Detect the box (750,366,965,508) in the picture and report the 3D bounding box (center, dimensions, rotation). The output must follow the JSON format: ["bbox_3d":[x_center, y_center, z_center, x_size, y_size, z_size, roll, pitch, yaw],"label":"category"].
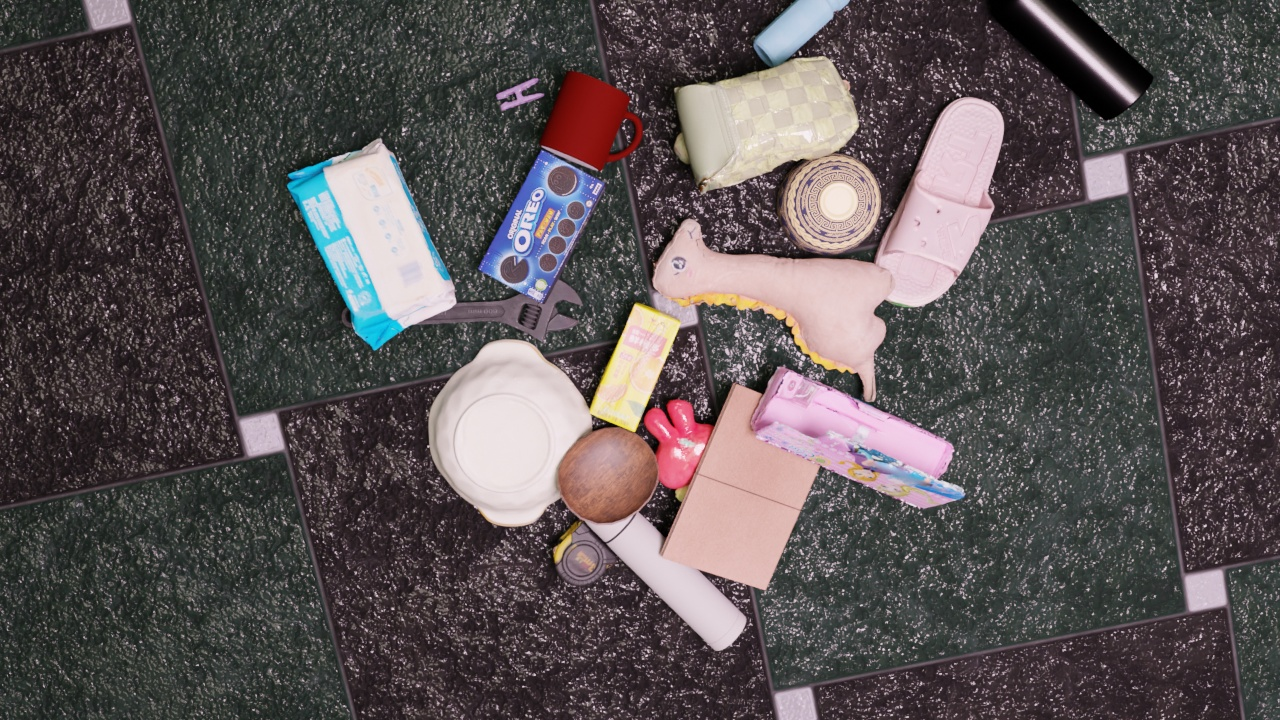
[{"bbox_3d":[0.242,0.093,0.991,0.230,0.096,0.085,24,95,-14],"label":"box"}]

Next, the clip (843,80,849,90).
[{"bbox_3d":[0.197,-0.289,1.007,0.061,0.043,0.025,-20,97,-10],"label":"clip"}]

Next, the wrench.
[{"bbox_3d":[-0.201,-0.055,1.035,0.273,0.018,0.073,-2,92,2],"label":"wrench"}]

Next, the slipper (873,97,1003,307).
[{"bbox_3d":[0.333,-0.169,0.994,0.094,0.064,0.239,20,95,-2],"label":"slipper"}]

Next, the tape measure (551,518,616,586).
[{"bbox_3d":[-0.068,0.227,1.059,0.062,0.038,0.067,-44,100,-3],"label":"tape measure"}]

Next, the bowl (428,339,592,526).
[{"bbox_3d":[-0.150,0.088,1.031,0.188,0.060,0.219,0,98,1],"label":"bowl"}]

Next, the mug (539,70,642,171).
[{"bbox_3d":[-0.047,-0.250,0.989,0.105,0.073,0.082,19,97,-32],"label":"mug"}]

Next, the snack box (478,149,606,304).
[{"bbox_3d":[-0.108,-0.146,1.008,0.082,0.027,0.150,27,92,4],"label":"snack box"}]

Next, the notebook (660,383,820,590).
[{"bbox_3d":[0.124,0.145,1.034,0.141,0.008,0.209,22,94,-21],"label":"notebook"}]

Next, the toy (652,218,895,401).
[{"bbox_3d":[0.143,-0.055,1.012,0.264,0.065,0.196,3,102,5],"label":"toy"}]

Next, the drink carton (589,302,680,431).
[{"bbox_3d":[-0.006,0.006,1.028,0.058,0.043,0.134,23,96,-1],"label":"drink carton"}]

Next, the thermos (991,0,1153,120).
[{"bbox_3d":[0.434,-0.354,0.972,0.231,0.061,0.061,40,95,-4],"label":"thermos"}]

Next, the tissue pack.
[{"bbox_3d":[-0.288,-0.126,0.999,0.117,0.066,0.209,-24,92,2],"label":"tissue pack"}]

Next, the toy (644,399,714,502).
[{"bbox_3d":[0.056,0.106,1.038,0.091,0.045,0.135,-34,101,2],"label":"toy"}]

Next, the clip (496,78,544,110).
[{"bbox_3d":[-0.134,-0.294,1.007,0.053,0.013,0.036,-32,94,7],"label":"clip"}]

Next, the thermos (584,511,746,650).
[{"bbox_3d":[0.025,0.237,1.051,0.052,0.052,0.224,-45,95,5],"label":"thermos"}]

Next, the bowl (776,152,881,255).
[{"bbox_3d":[0.208,-0.171,0.995,0.112,0.061,0.112,0,97,0],"label":"bowl"}]

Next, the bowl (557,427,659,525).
[{"bbox_3d":[-0.036,0.131,1.018,0.114,0.026,0.102,-38,78,-18],"label":"bowl"}]

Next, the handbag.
[{"bbox_3d":[0.127,-0.242,0.962,0.186,0.117,0.113,-14,84,2],"label":"handbag"}]

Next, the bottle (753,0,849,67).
[{"bbox_3d":[0.181,-0.371,0.982,0.130,0.040,0.040,-42,95,5],"label":"bottle"}]
